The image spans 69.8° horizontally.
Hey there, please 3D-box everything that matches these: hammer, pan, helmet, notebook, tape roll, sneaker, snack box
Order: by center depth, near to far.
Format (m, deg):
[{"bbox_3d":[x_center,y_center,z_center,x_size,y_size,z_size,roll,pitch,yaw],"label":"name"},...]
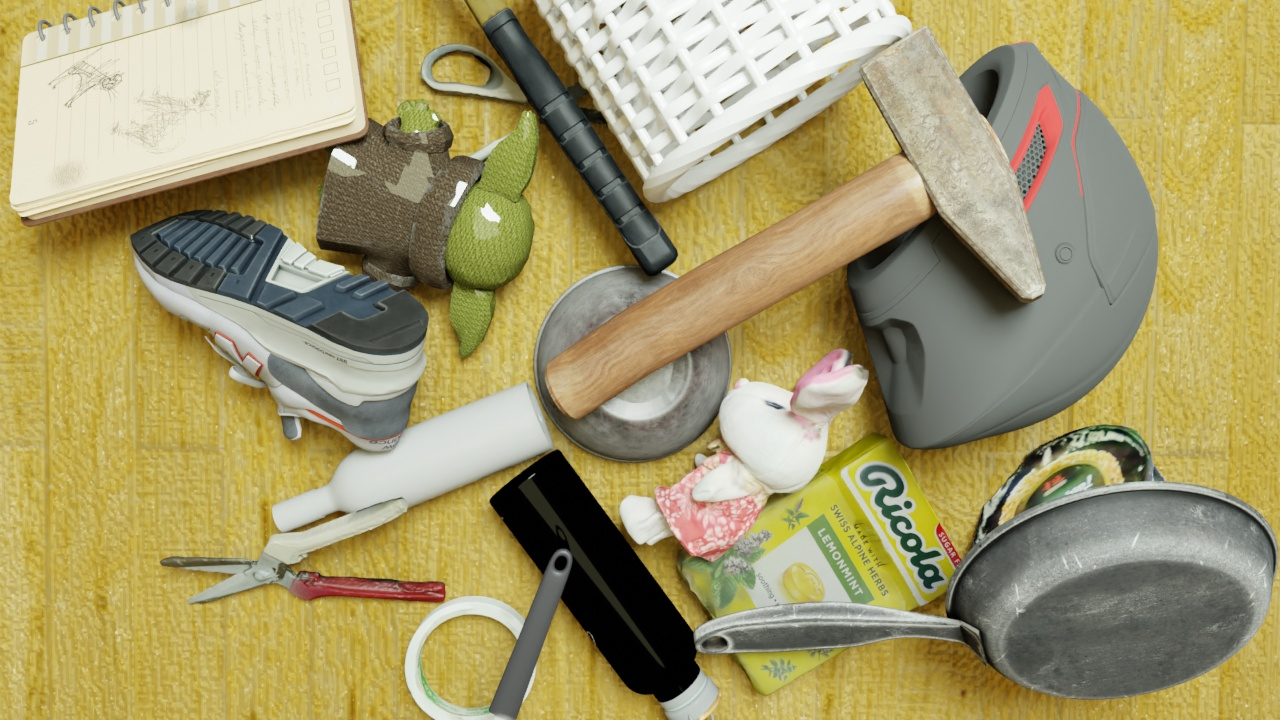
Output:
[{"bbox_3d":[0.071,-0.043,0.544,0.301,0.037,0.158,-29,79,19],"label":"hammer"},{"bbox_3d":[0.203,0.163,0.575,0.357,0.055,0.187,-15,127,15],"label":"pan"},{"bbox_3d":[0.239,-0.057,0.599,0.170,0.164,0.264,32,83,-9],"label":"helmet"},{"bbox_3d":[-0.078,-0.198,0.601,0.025,0.118,0.333,-35,93,1],"label":"hammer"},{"bbox_3d":[-0.298,-0.187,0.602,0.225,0.024,0.167,-15,63,0],"label":"notebook"},{"bbox_3d":[-0.109,0.281,0.605,0.199,0.021,0.357,20,101,-4],"label":"pan"},{"bbox_3d":[-0.242,-0.009,0.617,0.240,0.088,0.124,22,130,24],"label":"sneaker"},{"bbox_3d":[0.129,0.148,0.662,0.181,0.045,0.121,-30,93,-1],"label":"snack box"},{"bbox_3d":[-0.123,0.220,0.668,0.094,0.018,0.094,0,92,-2],"label":"tape roll"}]

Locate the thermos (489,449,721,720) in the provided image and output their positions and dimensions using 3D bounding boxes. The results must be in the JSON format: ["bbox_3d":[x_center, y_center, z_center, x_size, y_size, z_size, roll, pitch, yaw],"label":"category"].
[{"bbox_3d":[-0.014,0.173,0.649,0.061,0.061,0.231,-36,93,-1],"label":"thermos"}]

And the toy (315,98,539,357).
[{"bbox_3d":[-0.145,-0.101,0.620,0.153,0.078,0.180,21,118,0],"label":"toy"}]

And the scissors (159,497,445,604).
[{"bbox_3d":[-0.226,0.142,0.643,0.194,0.015,0.180,26,124,-21],"label":"scissors"}]

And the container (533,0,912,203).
[{"bbox_3d":[0.038,-0.227,0.572,0.189,0.189,0.187,-32,92,-1],"label":"container"}]

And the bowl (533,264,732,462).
[{"bbox_3d":[-0.004,0.003,0.640,0.145,0.067,0.145,0,92,-3],"label":"bowl"}]

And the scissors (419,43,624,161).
[{"bbox_3d":[-0.085,-0.177,0.656,0.168,0.012,0.157,34,93,-3],"label":"scissors"}]

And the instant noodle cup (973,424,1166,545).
[{"bbox_3d":[0.322,0.132,0.635,0.112,0.137,0.137,41,90,-12],"label":"instant noodle cup"}]

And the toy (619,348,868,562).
[{"bbox_3d":[0.074,0.062,0.616,0.194,0.159,0.084,-42,86,13],"label":"toy"}]

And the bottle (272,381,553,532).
[{"bbox_3d":[-0.161,0.074,0.643,0.195,0.052,0.052,-22,93,-1],"label":"bottle"}]
